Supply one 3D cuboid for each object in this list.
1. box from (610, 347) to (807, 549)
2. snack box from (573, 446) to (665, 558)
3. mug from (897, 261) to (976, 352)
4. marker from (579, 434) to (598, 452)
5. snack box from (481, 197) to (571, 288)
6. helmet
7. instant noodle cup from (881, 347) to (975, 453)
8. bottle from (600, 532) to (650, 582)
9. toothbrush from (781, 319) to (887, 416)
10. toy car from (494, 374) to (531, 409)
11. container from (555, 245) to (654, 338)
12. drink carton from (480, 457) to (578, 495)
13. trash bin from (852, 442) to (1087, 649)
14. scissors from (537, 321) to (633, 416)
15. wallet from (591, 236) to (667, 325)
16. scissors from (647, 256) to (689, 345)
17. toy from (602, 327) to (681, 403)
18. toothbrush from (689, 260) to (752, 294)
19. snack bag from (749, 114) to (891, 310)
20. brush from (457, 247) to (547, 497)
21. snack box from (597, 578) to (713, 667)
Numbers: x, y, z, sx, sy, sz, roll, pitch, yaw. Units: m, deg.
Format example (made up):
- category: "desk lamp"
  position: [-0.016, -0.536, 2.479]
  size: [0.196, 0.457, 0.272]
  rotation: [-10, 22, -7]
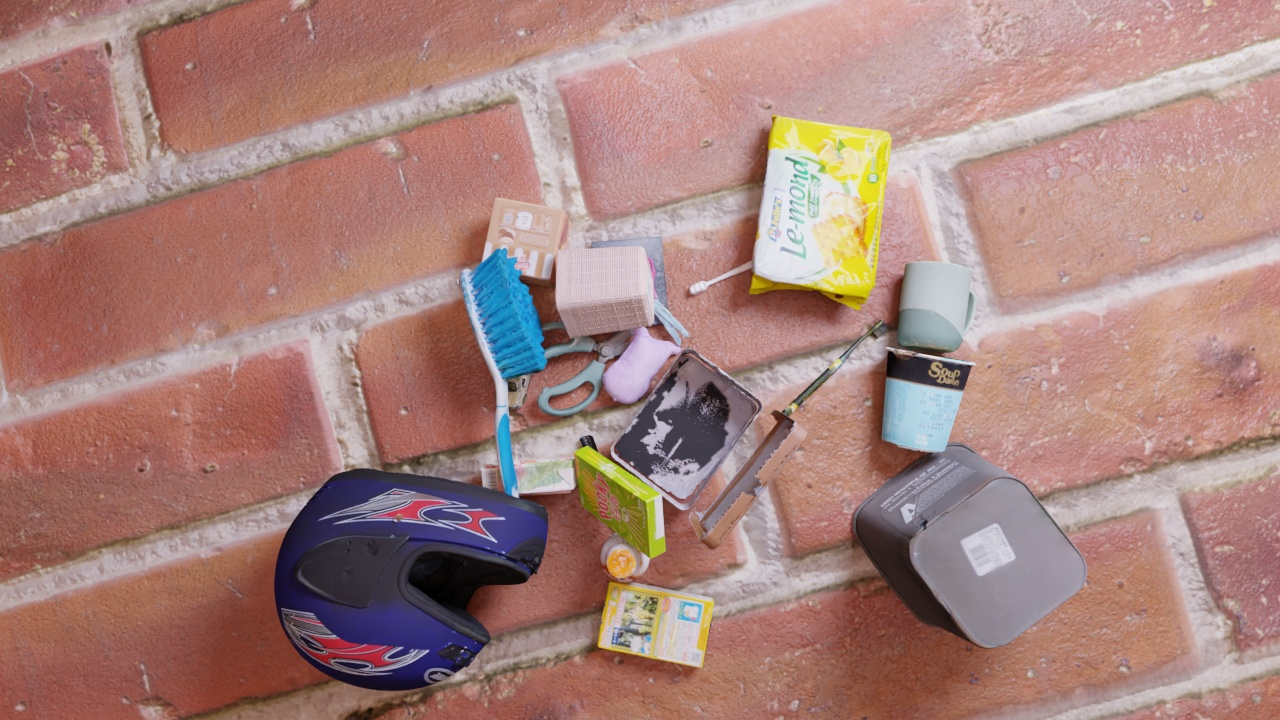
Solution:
- category: "box"
  position: [0.067, 0.095, 1.133]
  size: [0.158, 0.217, 0.180]
  rotation: [38, 91, -7]
- category: "snack box"
  position: [-0.028, 0.174, 1.146]
  size: [0.026, 0.156, 0.086]
  rotation: [-21, 121, -31]
- category: "mug"
  position: [0.387, -0.065, 1.180]
  size: [0.111, 0.082, 0.106]
  rotation: [9, 86, -28]
- category: "marker"
  position: [-0.048, 0.159, 1.216]
  size: [0.018, 0.023, 0.130]
  rotation: [-21, 83, -32]
- category: "snack box"
  position: [-0.149, -0.154, 1.213]
  size: [0.093, 0.077, 0.094]
  rotation: [11, 86, 4]
- category: "helmet"
  position: [-0.280, 0.273, 1.105]
  size: [0.316, 0.247, 0.240]
  rotation: [4, 68, 12]
- category: "instant noodle cup"
  position: [0.354, 0.051, 1.162]
  size: [0.111, 0.111, 0.120]
  rotation: [11, 95, 4]
- category: "bottle"
  position: [-0.020, 0.250, 1.165]
  size: [0.063, 0.108, 0.063]
  rotation: [0, 86, 4]
- category: "toothbrush"
  position: [0.255, 0.014, 1.212]
  size: [0.186, 0.012, 0.017]
  rotation: [-43, 96, 0]
- category: "toy car"
  position: [-0.169, 0.021, 1.226]
  size: [0.042, 0.035, 0.090]
  rotation: [13, 90, 5]
- category: "container"
  position: [-0.043, -0.089, 1.160]
  size: [0.111, 0.090, 0.089]
  rotation: [-5, 60, 8]
- category: "drink carton"
  position: [-0.144, 0.155, 1.206]
  size: [0.122, 0.053, 0.045]
  rotation: [-4, 88, 3]
- category: "trash bin"
  position: [0.388, 0.219, 1.089]
  size: [0.199, 0.219, 0.198]
  rotation: [-37, 85, 2]
- category: "scissors"
  position: [-0.071, 0.013, 1.220]
  size: [0.179, 0.019, 0.161]
  rotation: [-7, 102, -13]
- category: "wallet"
  position: [-0.014, -0.104, 1.233]
  size: [0.097, 0.019, 0.121]
  rotation: [-5, 88, 5]
- category: "scissors"
  position: [0.012, -0.071, 1.215]
  size: [0.072, 0.017, 0.137]
  rotation: [-31, 91, 4]
- category: "toy"
  position: [-0.007, 0.007, 1.211]
  size: [0.084, 0.039, 0.108]
  rotation: [34, 94, -19]
- category: "toothbrush"
  position: [0.148, -0.129, 1.224]
  size: [0.180, 0.016, 0.016]
  rotation: [-24, 89, 0]
- category: "snack bag"
  position: [0.232, -0.195, 1.191]
  size: [0.158, 0.068, 0.246]
  rotation: [9, 82, 2]
- category: "brush"
  position: [-0.165, 0.023, 1.157]
  size: [0.110, 0.060, 0.314]
  rotation: [-19, 89, 17]
- category: "snack box"
  position: [0.020, 0.341, 1.196]
  size: [0.140, 0.034, 0.087]
  rotation: [10, 87, 2]
